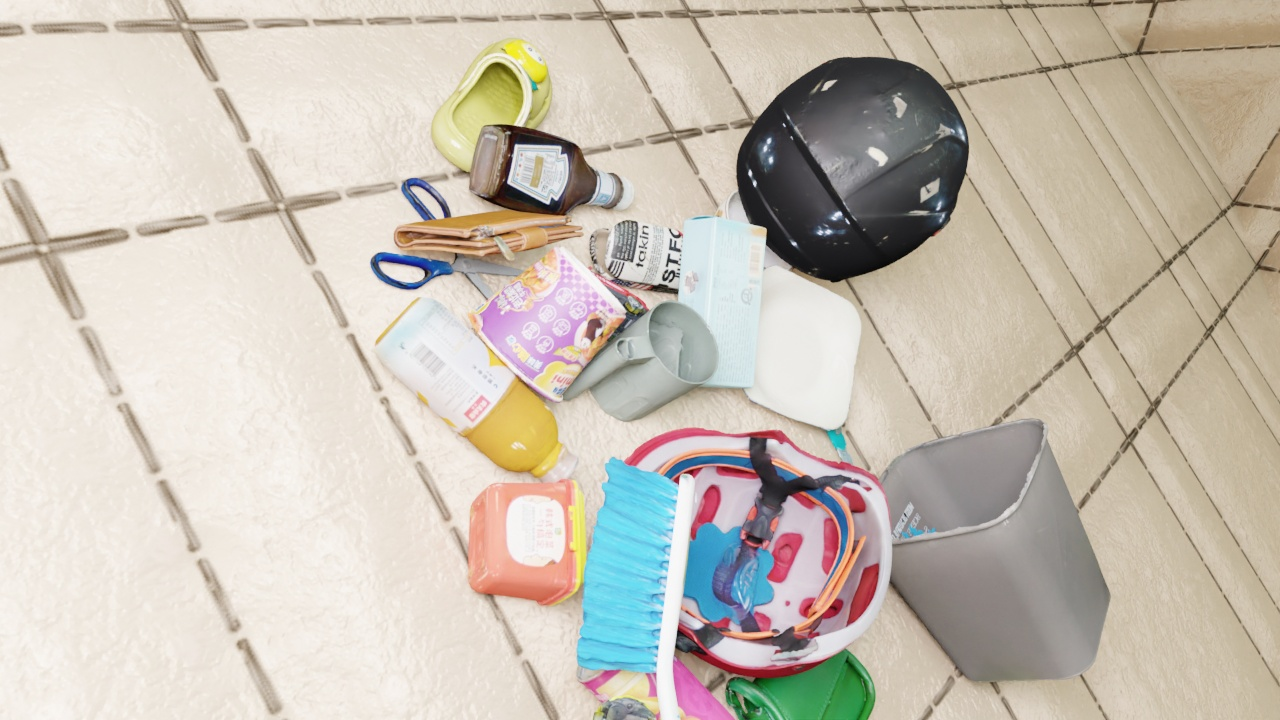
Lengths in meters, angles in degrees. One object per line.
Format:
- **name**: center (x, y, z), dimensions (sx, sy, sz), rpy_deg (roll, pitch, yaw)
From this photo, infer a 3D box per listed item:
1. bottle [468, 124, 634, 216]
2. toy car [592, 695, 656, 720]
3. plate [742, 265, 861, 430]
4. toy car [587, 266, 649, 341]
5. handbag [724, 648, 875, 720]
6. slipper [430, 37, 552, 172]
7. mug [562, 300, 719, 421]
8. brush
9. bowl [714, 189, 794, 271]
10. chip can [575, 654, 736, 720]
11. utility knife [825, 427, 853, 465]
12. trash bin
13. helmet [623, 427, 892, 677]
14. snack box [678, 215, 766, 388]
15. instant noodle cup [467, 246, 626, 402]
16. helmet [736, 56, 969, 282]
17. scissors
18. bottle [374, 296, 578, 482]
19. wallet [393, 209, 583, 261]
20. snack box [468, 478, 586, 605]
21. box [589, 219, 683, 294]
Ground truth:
- **bottle**: center (-0.081, -0.182, 0.917), dimensions (0.194, 0.044, 0.080), rpy_deg (2, 106, -50)
- **toy car**: center (-0.019, 0.302, 0.687), dimensions (0.048, 0.032, 0.105), rpy_deg (12, 88, -2)
- **plate**: center (0.175, -0.012, 1.039), dimensions (0.164, 0.034, 0.163), rpy_deg (22, 71, -26)
- **toy car**: center (-0.046, -0.058, 0.887), dimensions (0.120, 0.053, 0.045), rpy_deg (26, 27, -36)
- **handbag**: center (0.142, 0.304, 0.833), dimensions (0.120, 0.068, 0.131), rpy_deg (50, 45, 5)
- **slipper**: center (-0.134, -0.262, 0.911), dimensions (0.091, 0.082, 0.190), rpy_deg (41, 48, -19)
- **mug**: center (-0.005, 0.005, 0.848), dimensions (0.123, 0.104, 0.083), rpy_deg (-7, 71, -42)
- **brush**: center (0.004, 0.224, 0.662), dimensions (0.109, 0.061, 0.313), rpy_deg (7, 66, 4)
- **bowl**: center (0.124, -0.137, 1.072), dimensions (0.113, 0.062, 0.113), rpy_deg (22, 52, -30)
- **chip can**: center (0.043, 0.302, 0.737), dimensions (0.210, 0.072, 0.071), rpy_deg (48, 44, -8)
- **utility knife**: center (0.220, 0.067, 1.070), dimensions (0.029, 0.013, 0.221), rpy_deg (-13, 76, -44)
- **trash bin**: center (0.382, 0.214, 1.004), dimensions (0.220, 0.199, 0.198), rpy_deg (58, 45, -12)
- **helmet**: center (0.084, 0.173, 0.799), dimensions (0.240, 0.144, 0.206), rpy_deg (21, 57, 7)
- **snack box**: center (0.081, -0.058, 0.948), dimensions (0.074, 0.052, 0.175), rpy_deg (5, 90, -38)
- **instant noodle cup**: center (-0.073, -0.035, 0.782), dimensions (0.111, 0.099, 0.111), rpy_deg (47, 6, -7)
- **helmet**: center (0.244, -0.221, 1.017), dimensions (0.274, 0.230, 0.233), rpy_deg (-33, 89, -8)
- **scissors**: center (-0.170, -0.093, 0.830), dimensions (0.175, 0.012, 0.162), rpy_deg (-16, 77, -47)
- **bottle**: center (-0.129, 0.032, 0.750), dimensions (0.189, 0.068, 0.067), rpy_deg (44, 45, -12)
- **wallet**: center (-0.125, -0.112, 0.794), dimensions (0.130, 0.119, 0.035), rpy_deg (-20, 117, -50)
- **snack box**: center (-0.090, 0.140, 0.715), dimensions (0.080, 0.082, 0.091), rpy_deg (10, 61, -25)
- **box**: center (0.013, -0.104, 0.976), dimensions (0.163, 0.081, 0.075), rpy_deg (3, 93, -42)
